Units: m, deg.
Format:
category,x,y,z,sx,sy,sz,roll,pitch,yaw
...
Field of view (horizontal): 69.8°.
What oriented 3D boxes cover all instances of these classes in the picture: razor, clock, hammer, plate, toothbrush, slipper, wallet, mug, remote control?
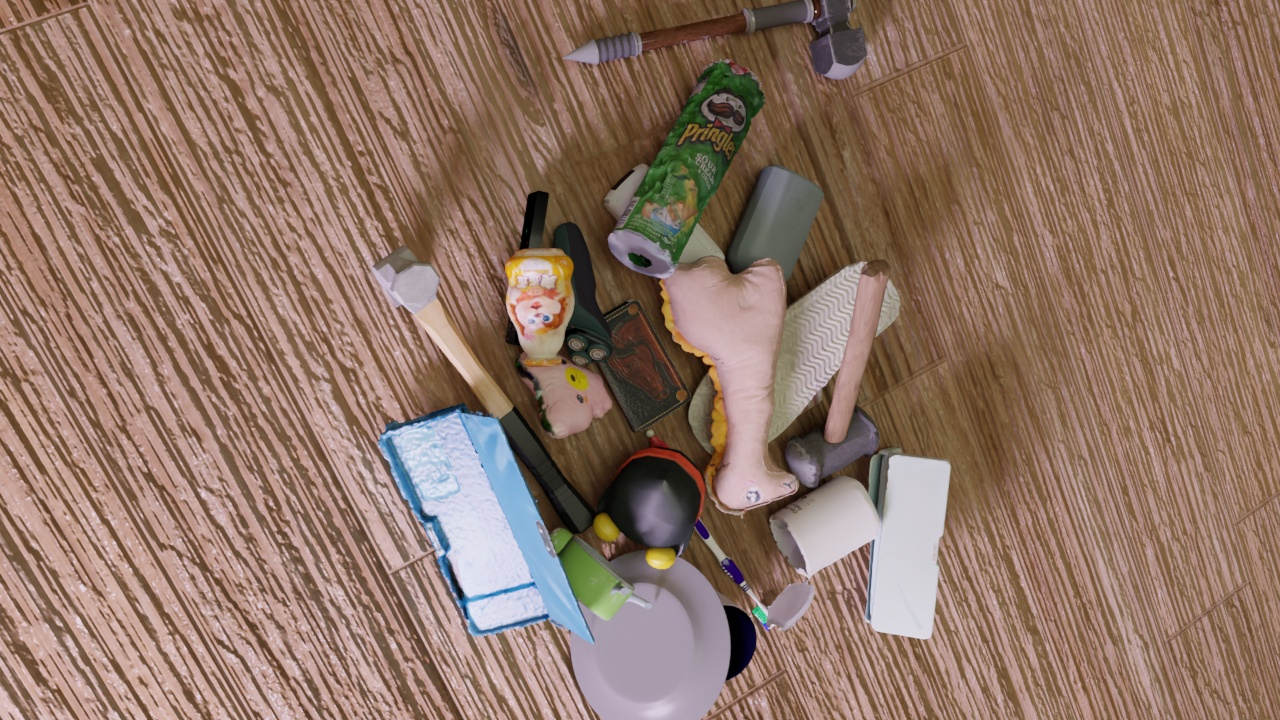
category,x,y,z,sx,sy,sz,roll,pitch,yaw
razor,-0.060,-0.067,0.898,0.052,0.047,0.142,8,67,-54
clock,-0.053,0.206,0.890,0.042,0.119,0.094,-48,145,-8
hammer,0.075,-0.341,0.941,0.321,0.043,0.156,-16,99,-15
plate,0.004,0.277,0.901,0.012,0.179,0.178,24,85,-58
toothbrush,0.095,0.223,0.998,0.016,0.015,0.186,-38,104,-8
hammer,-0.139,0.036,0.862,0.039,0.131,0.328,-38,114,-13
hammer,0.205,0.018,0.899,0.098,0.329,0.052,-25,57,-16
slipper,0.162,0.001,0.980,0.263,0.052,0.115,-42,95,1
wallet,-0.005,0.005,0.945,0.072,0.019,0.123,-32,103,-14
mug,0.054,0.262,0.944,0.078,0.097,0.112,-38,105,-13
remote control,0.026,-0.134,0.943,0.060,0.025,0.138,-46,104,-11
remote control,-0.111,-0.089,0.894,0.013,0.034,0.150,9,91,-23

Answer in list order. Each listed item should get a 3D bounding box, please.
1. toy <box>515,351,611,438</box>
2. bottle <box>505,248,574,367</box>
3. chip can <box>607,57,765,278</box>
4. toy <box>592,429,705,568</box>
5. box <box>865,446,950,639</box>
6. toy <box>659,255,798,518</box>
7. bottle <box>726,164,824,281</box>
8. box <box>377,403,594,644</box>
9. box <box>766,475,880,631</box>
category,x,y,z,sx,sy,sz,roll,pitch,yaw
toy,-0.070,0.034,0.900,0.093,0.050,0.102,0,52,-35
bottle,-0.092,-0.049,0.850,0.063,0.063,0.108,-3,95,-19
chip can,0.046,-0.187,0.898,0.075,0.076,0.222,34,70,-18
toy,0.019,0.132,0.919,0.097,0.119,0.100,27,116,6
box,0.290,0.199,1.030,0.086,0.096,0.199,7,92,11
toy,0.076,0.023,0.930,0.196,0.065,0.264,8,101,9
bottle,0.132,-0.119,0.970,0.072,0.046,0.161,25,86,-19
box,-0.132,0.151,0.847,0.066,0.173,0.232,-39,114,-49
box,0.185,0.208,0.989,0.159,0.085,0.118,-25,99,-13
